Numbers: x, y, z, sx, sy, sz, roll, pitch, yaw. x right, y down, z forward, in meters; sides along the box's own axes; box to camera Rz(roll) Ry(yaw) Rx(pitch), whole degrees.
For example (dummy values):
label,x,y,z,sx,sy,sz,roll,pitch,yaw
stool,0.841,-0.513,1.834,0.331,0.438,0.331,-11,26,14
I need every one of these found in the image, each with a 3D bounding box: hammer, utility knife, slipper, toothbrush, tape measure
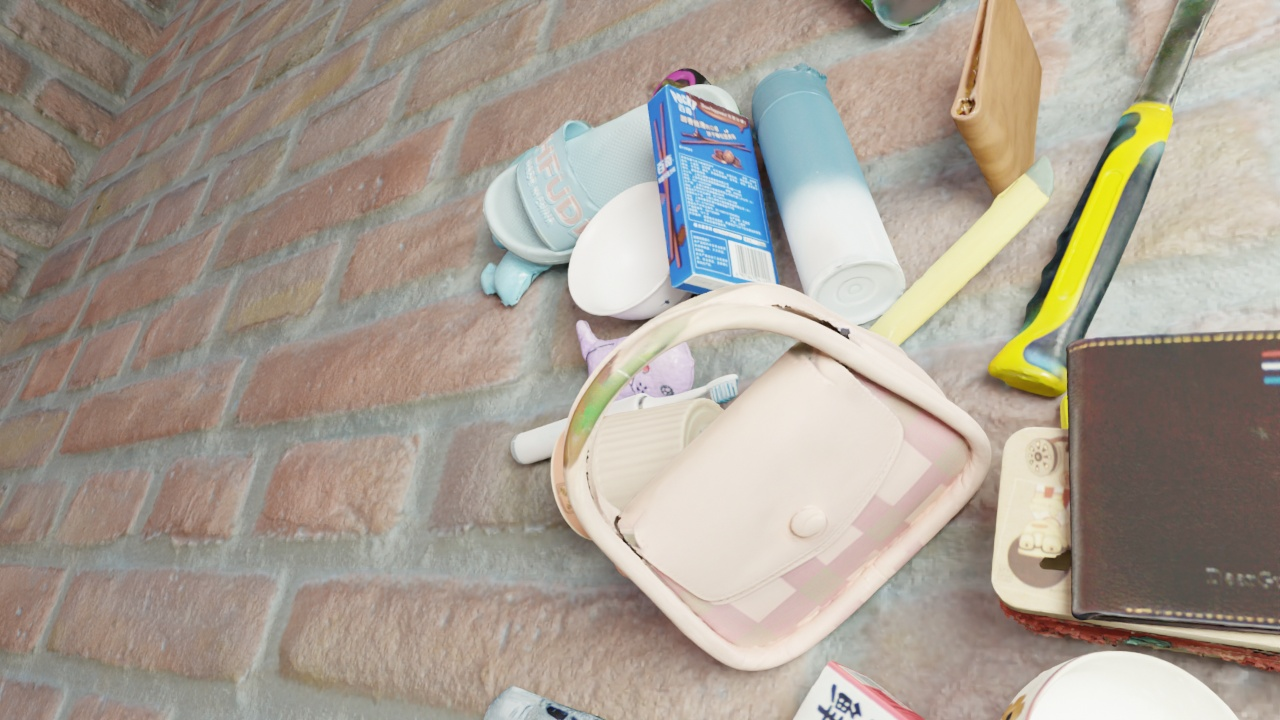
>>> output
label,x,y,z,sx,sy,sz,roll,pitch,yaw
hammer,0.289,-0.127,0.530,0.126,0.032,0.323,17,76,47
utility knife,0.187,-0.054,0.566,0.173,0.019,0.031,-45,39,22
slipper,-0.031,-0.159,0.776,0.246,0.074,0.104,-22,79,21
toothbrush,-0.016,0.044,0.683,0.222,0.026,0.026,-20,72,39
tape measure,0.037,-0.230,0.814,0.058,0.039,0.057,30,86,48

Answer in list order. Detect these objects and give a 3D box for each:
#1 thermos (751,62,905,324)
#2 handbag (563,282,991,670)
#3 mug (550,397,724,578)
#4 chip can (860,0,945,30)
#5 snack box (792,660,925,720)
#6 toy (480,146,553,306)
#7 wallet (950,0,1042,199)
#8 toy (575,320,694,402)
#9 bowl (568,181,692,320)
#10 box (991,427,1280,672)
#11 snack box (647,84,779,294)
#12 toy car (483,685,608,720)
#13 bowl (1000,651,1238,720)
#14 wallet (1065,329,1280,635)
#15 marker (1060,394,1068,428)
label,x,y,z,sx,sy,sz,roll,pitch,yaw
thermos,0.125,-0.125,0.653,0.070,0.070,0.220,-30,47,25
handbag,0.056,0.050,0.475,0.193,0.234,0.093,-46,41,10
mug,0.007,0.088,0.617,0.106,0.081,0.114,-15,76,33
chip can,0.170,-0.354,0.752,0.072,0.072,0.235,-38,45,17
snack box,0.118,0.232,0.445,0.127,0.044,0.113,28,85,47
toy,-0.110,-0.140,0.884,0.162,0.049,0.156,-47,48,22
wallet,0.223,-0.164,0.562,0.020,0.101,0.115,0,64,38
toy,-0.004,0.004,0.697,0.108,0.038,0.084,-8,91,40
bowl,0.008,-0.074,0.723,0.119,0.064,0.118,-22,51,30
box,0.246,0.087,0.398,0.169,0.079,0.091,2,66,29
snack box,0.053,-0.119,0.671,0.026,0.084,0.157,-30,59,46
toy car,-0.064,0.251,0.604,0.121,0.036,0.054,-1,64,45
bowl,0.193,0.183,0.382,0.062,0.113,0.113,116,166,-64
wallet,0.225,0.046,0.370,0.096,0.020,0.122,-3,65,27
marker,0.228,0.073,0.470,0.018,0.015,0.124,-11,59,36
